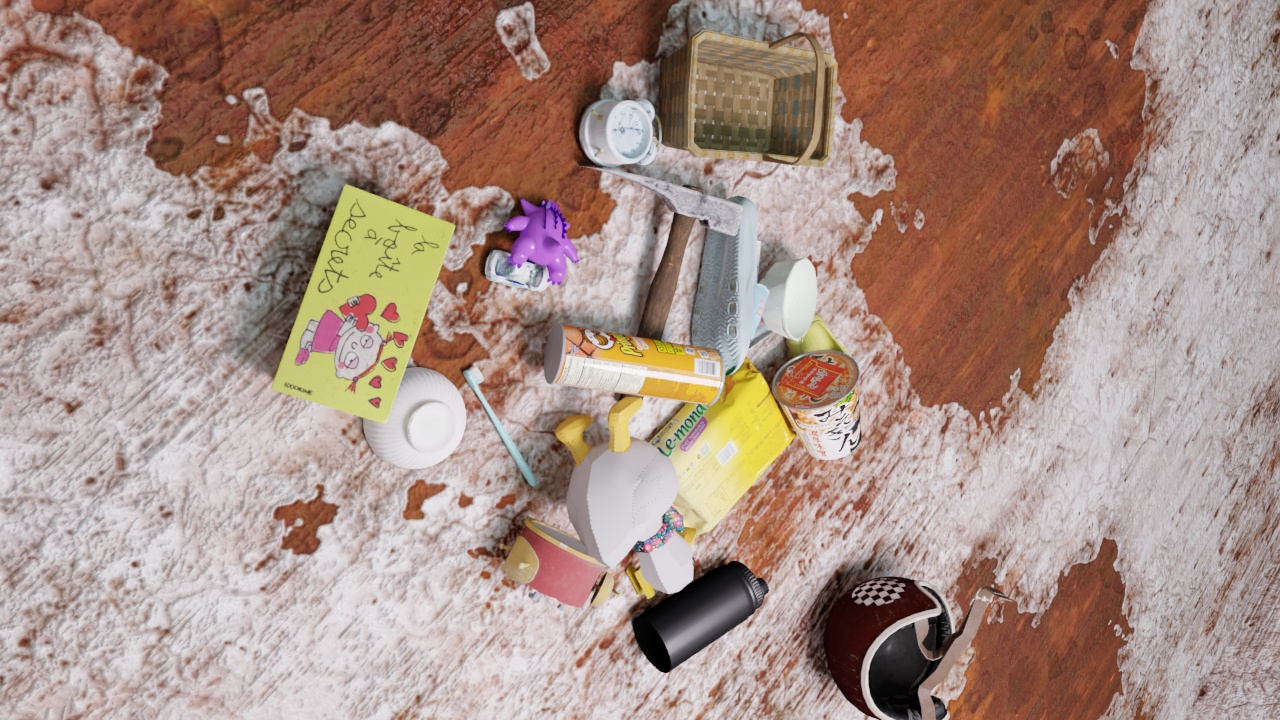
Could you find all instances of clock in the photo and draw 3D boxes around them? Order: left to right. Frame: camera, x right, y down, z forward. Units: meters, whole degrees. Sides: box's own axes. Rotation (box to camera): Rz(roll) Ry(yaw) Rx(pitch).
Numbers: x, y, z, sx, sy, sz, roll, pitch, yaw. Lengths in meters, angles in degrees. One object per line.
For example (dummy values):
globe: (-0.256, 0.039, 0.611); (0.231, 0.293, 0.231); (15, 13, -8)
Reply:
clock: (-0.096, 0.266, 1.145); (0.158, 0.117, 0.081); (30, 84, -28)
clock: (-0.019, -0.282, 1.135); (0.117, 0.057, 0.083); (-16, 107, -40)

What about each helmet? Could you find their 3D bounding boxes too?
helmet: (0.416, 0.453, 1.455); (0.233, 0.253, 0.233); (-9, 99, -9)

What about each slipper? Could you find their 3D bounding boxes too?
slipper: (0.131, -0.099, 1.249); (0.074, 0.104, 0.245); (5, 91, -32)
slipper: (0.291, 0.010, 1.394); (0.091, 0.082, 0.190); (-42, 117, -25)

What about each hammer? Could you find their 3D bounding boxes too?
hammer: (-0.009, -0.088, 1.180); (0.217, 0.037, 0.301); (13, 99, -22)

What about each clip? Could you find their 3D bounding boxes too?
clip: (0.011, 0.301, 1.283); (0.049, 0.044, 0.054); (-26, 113, -2)
clip: (0.134, -0.036, 1.291); (0.046, 0.102, 0.056); (24, 41, -42)

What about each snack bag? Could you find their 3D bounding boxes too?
snack bag: (0.117, 0.122, 1.298); (0.246, 0.068, 0.159); (-44, 119, -21)

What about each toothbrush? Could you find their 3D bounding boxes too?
toothbrush: (-0.168, 0.083, 1.123); (0.016, 0.016, 0.181); (-41, 119, -32)

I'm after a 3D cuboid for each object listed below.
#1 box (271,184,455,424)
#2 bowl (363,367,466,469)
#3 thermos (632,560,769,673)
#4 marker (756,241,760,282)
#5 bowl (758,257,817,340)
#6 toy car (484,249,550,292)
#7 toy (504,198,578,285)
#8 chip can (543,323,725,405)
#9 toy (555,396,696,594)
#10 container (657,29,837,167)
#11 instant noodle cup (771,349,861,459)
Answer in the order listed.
box: (-0.285, -0.057, 0.955); (0.124, 0.082, 0.221); (22, 87, -15)
bowl: (-0.246, 0.070, 1.036); (0.117, 0.062, 0.118); (-7, 103, -34)
thermos: (0.094, 0.357, 1.315); (0.198, 0.086, 0.086); (-24, 112, -29)
marker: (0.159, -0.099, 1.318); (0.017, 0.017, 0.145); (-2, 100, -35)
bowl: (0.203, -0.090, 1.314); (0.117, 0.061, 0.117); (-18, 112, -56)
toy car: (-0.144, -0.106, 1.097); (0.089, 0.027, 0.038); (11, 90, -36)
toy: (-0.113, -0.148, 1.087); (0.106, 0.056, 0.088); (24, 45, -33)
chip can: (-0.007, 0.007, 1.146); (0.214, 0.075, 0.075); (9, 94, -21)
toy: (-0.011, 0.187, 1.147); (0.267, 0.141, 0.246); (68, 21, -7)
container: (0.160, -0.327, 1.170); (0.249, 0.187, 0.157); (-4, 101, -35)
instant noodle cup: (0.264, 0.071, 1.319); (0.123, 0.124, 0.122); (-41, 129, -22)
